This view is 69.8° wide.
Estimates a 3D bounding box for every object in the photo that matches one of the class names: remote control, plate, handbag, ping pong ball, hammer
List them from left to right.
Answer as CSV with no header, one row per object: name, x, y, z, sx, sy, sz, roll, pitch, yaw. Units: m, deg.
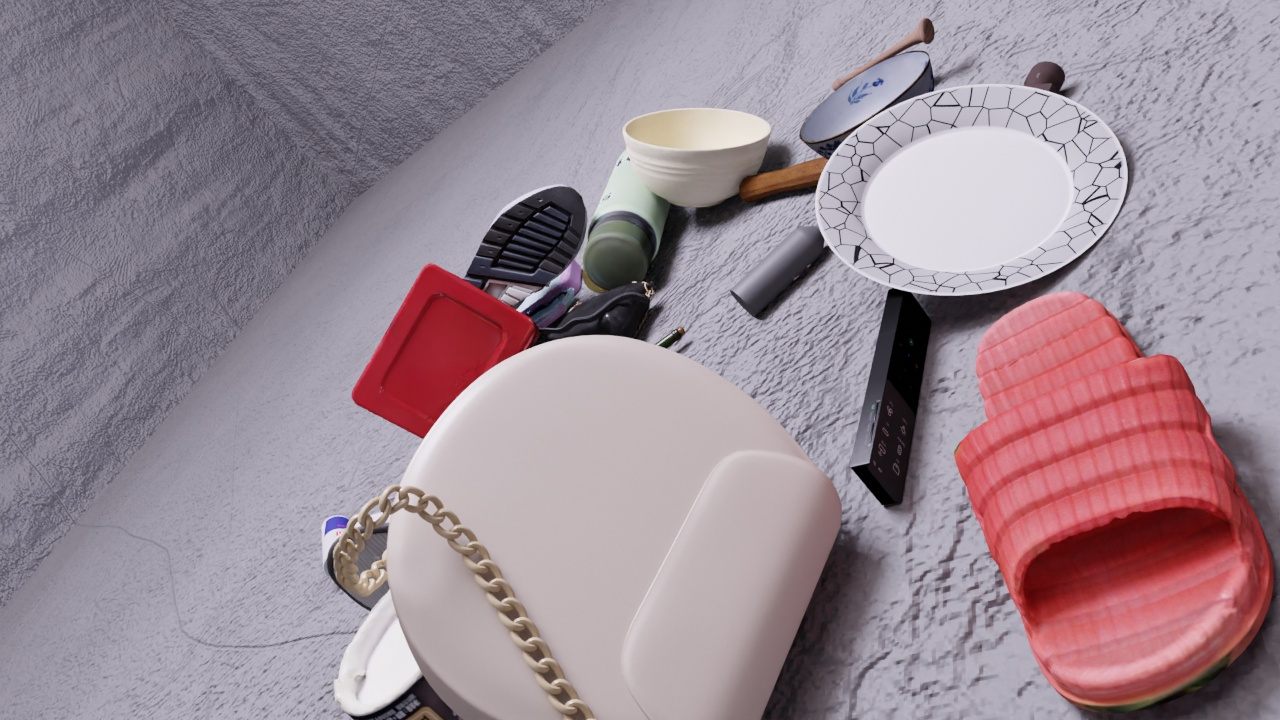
ping pong ball,-0.043,-0.093,0.990,0.040,0.040,0.040,-34,26,19
handbag,-0.038,-0.042,0.887,0.129,0.054,0.078,-17,31,48
handbag,-0.016,0.090,0.465,0.210,0.208,0.104,-58,-10,-31
hammer,0.195,-0.170,0.773,0.115,0.033,0.324,-51,25,-22
remote control,0.148,0.015,0.534,0.013,0.034,0.149,-21,32,40
plate,0.211,-0.111,0.600,0.189,0.016,0.188,-12,51,15

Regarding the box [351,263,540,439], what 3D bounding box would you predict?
box,-0.188,-0.001,0.900,0.157,0.134,0.110,-61,-1,-6

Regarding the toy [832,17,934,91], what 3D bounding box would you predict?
toy,0.229,-0.261,0.840,0.102,0.055,0.041,-25,26,41

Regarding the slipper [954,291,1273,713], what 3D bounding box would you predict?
slipper,0.193,0.034,0.409,0.104,0.059,0.248,-29,26,29

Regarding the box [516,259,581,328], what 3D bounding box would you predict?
box,-0.162,-0.033,1.082,0.215,0.035,0.150,-34,19,19

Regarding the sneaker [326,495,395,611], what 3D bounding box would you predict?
sneaker,-0.152,0.126,0.750,0.264,0.097,0.128,-29,16,31

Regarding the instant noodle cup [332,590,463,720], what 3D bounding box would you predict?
instant noodle cup,-0.101,0.185,0.538,0.137,0.112,0.137,-33,26,18

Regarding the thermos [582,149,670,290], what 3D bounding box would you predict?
thermos,-0.007,-0.153,0.990,0.082,0.082,0.230,-30,25,26

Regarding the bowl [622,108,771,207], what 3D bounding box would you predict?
bowl,0.058,-0.206,0.952,0.151,0.075,0.150,0,30,0

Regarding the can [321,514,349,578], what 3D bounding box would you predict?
can,-0.309,0.189,0.939,0.032,0.032,0.095,-44,24,-4

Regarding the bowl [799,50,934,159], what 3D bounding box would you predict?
bowl,0.186,-0.190,0.724,0.114,0.045,0.114,-33,23,16

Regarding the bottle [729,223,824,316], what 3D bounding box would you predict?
bottle,0.123,-0.084,0.739,0.113,0.030,0.030,-43,24,-1

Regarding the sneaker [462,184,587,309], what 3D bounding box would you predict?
sneaker,-0.135,-0.110,1.007,0.240,0.089,0.124,-45,9,25

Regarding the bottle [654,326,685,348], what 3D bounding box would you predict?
bottle,-0.005,0.005,0.793,0.106,0.025,0.025,-37,25,13
